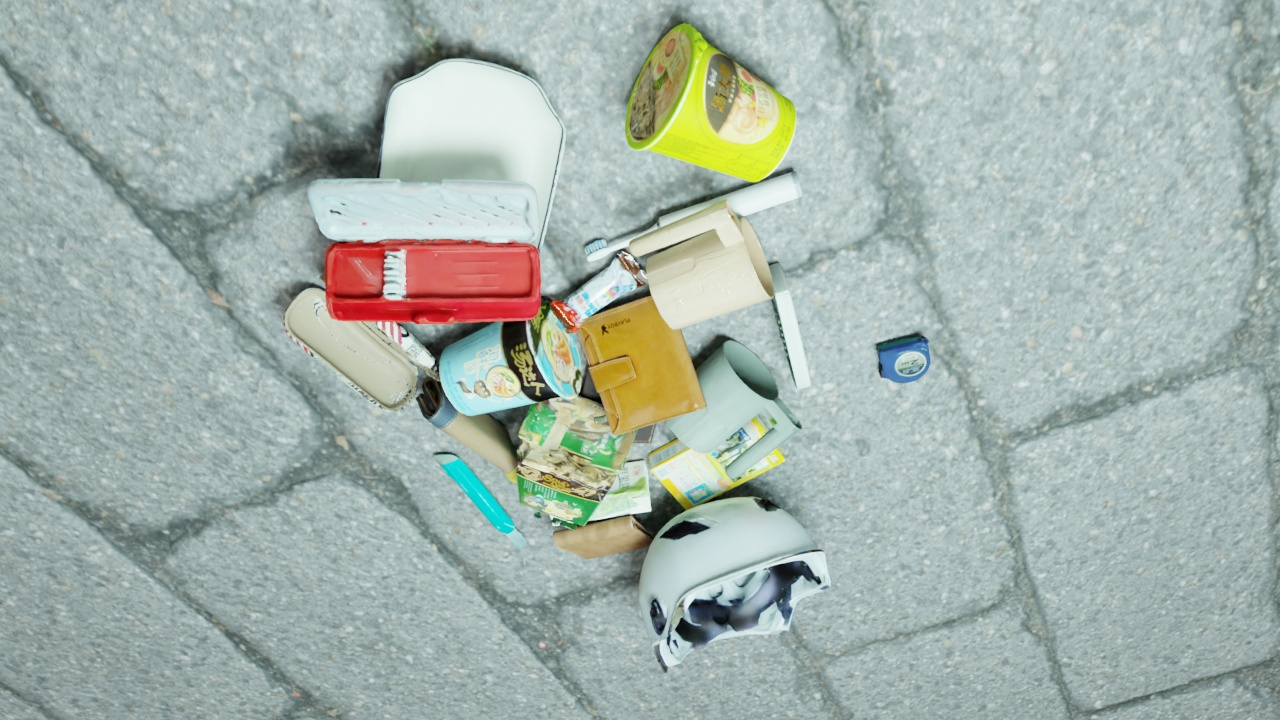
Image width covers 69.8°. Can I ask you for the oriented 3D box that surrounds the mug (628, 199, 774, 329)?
[{"bbox_3d":[0.059,-0.093,0.888,0.104,0.084,0.124,-20,141,19],"label":"mug"}]

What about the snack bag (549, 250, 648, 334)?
[{"bbox_3d":[-0.044,-0.069,0.942,0.105,0.026,0.045,-35,112,9],"label":"snack bag"}]

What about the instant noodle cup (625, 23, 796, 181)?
[{"bbox_3d":[0.067,-0.216,0.805,0.123,0.111,0.112,17,123,-27],"label":"instant noodle cup"}]

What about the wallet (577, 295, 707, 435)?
[{"bbox_3d":[-0.006,0.006,0.967,0.119,0.035,0.130,-19,93,10],"label":"wallet"}]

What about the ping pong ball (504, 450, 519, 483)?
[{"bbox_3d":[-0.139,0.124,1.069,0.040,0.040,0.040,-2,126,-3],"label":"ping pong ball"}]

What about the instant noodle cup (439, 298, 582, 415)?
[{"bbox_3d":[-0.138,0.006,0.948,0.121,0.111,0.111,-19,126,18],"label":"instant noodle cup"}]

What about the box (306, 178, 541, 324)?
[{"bbox_3d":[-0.193,-0.104,0.845,0.201,0.069,0.158,0,123,-4],"label":"box"}]

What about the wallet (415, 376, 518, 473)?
[{"bbox_3d":[-0.187,0.069,0.997,0.115,0.090,0.033,39,96,-30],"label":"wallet"}]

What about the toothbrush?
[{"bbox_3d":[0.050,-0.138,0.903,0.221,0.026,0.027,-18,162,8],"label":"toothbrush"}]

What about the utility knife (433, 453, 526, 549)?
[{"bbox_3d":[-0.190,0.172,1.116,0.029,0.013,0.185,-22,124,15],"label":"utility knife"}]

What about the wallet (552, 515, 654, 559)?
[{"bbox_3d":[-0.041,0.221,1.131,0.101,0.020,0.115,-13,154,12],"label":"wallet"}]

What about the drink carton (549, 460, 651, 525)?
[{"bbox_3d":[-0.049,0.159,1.095,0.122,0.053,0.046,-9,130,1],"label":"drink carton"}]

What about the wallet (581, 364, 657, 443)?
[{"bbox_3d":[-0.019,0.042,1.033,0.096,0.020,0.122,6,125,-13],"label":"wallet"}]

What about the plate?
[{"bbox_3d":[-0.166,-0.157,0.865,0.162,0.034,0.266,9,124,-12],"label":"plate"}]

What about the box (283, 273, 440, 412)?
[{"bbox_3d":[-0.281,-0.013,0.934,0.086,0.075,0.162,-51,122,-7],"label":"box"}]

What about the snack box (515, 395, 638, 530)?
[{"bbox_3d":[-0.079,0.111,1.009,0.118,0.117,0.106,20,136,1],"label":"snack box"}]

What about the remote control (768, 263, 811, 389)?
[{"bbox_3d":[0.156,-0.036,0.969,0.019,0.056,0.135,-16,127,7],"label":"remote control"}]

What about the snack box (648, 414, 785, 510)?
[{"bbox_3d":[0.090,0.115,1.088,0.141,0.033,0.087,-29,123,18],"label":"snack box"}]

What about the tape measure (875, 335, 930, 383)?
[{"bbox_3d":[0.294,-0.001,1.024,0.058,0.025,0.054,-13,128,9],"label":"tape measure"}]

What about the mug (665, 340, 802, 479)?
[{"bbox_3d":[0.098,0.057,0.999,0.104,0.083,0.124,-43,80,26],"label":"mug"}]

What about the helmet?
[{"bbox_3d":[0.098,0.246,1.102,0.228,0.145,0.259,-14,143,-19],"label":"helmet"}]
